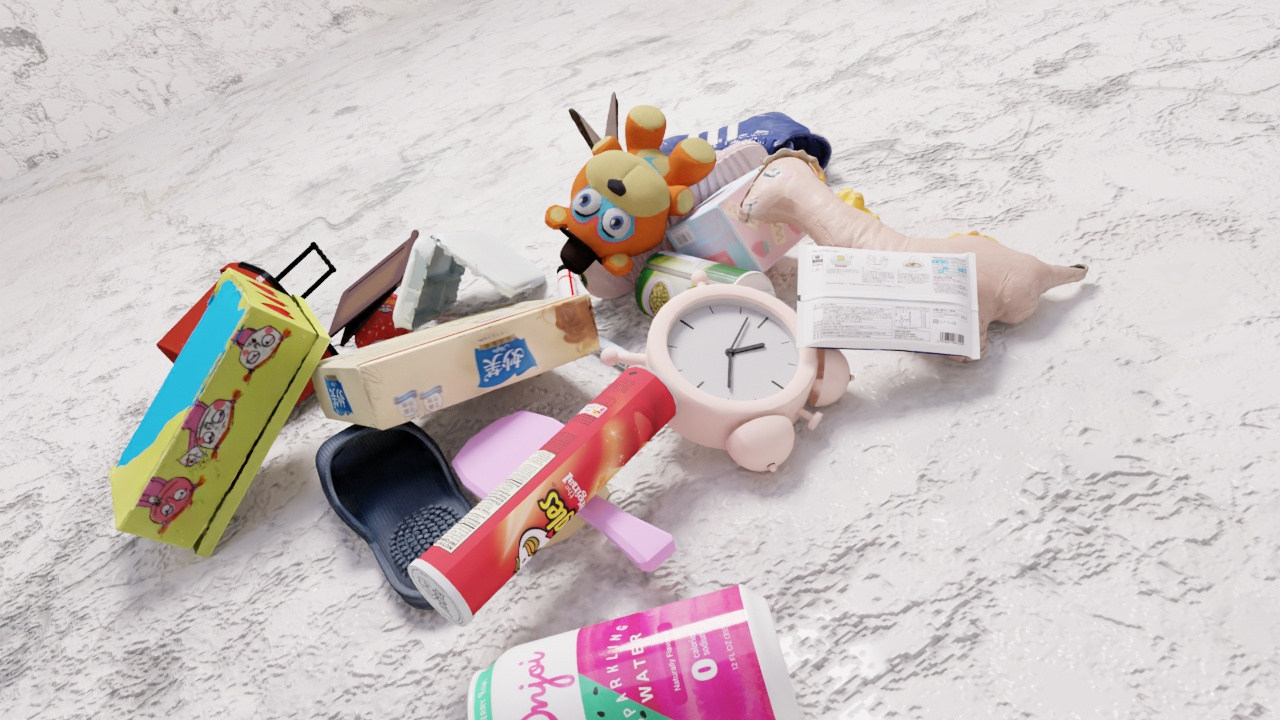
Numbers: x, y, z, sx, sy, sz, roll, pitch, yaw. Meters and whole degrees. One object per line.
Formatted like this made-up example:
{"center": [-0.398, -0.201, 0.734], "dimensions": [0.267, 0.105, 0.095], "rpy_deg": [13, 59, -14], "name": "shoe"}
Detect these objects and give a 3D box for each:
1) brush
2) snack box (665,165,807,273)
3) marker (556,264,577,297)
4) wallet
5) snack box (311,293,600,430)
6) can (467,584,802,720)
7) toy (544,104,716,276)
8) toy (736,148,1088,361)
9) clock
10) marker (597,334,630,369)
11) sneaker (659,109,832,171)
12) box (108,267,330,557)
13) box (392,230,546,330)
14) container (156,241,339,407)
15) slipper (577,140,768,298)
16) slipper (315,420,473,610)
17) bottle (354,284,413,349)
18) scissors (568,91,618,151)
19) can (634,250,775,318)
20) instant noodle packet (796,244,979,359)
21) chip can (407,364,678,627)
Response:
{"center": [-0.053, 0.104, 0.678], "dimensions": [0.089, 0.043, 0.229], "rpy_deg": [-36, 37, -25], "name": "brush"}
{"center": [0.097, -0.127, 0.879], "dimensions": [0.094, 0.079, 0.093], "rpy_deg": [-41, 12, -30], "name": "snack box"}
{"center": [-0.073, -0.059, 0.945], "dimensions": [0.019, 0.019, 0.145], "rpy_deg": [-17, 33, 2], "name": "marker"}
{"center": [-0.268, -0.074, 0.927], "dimensions": [0.116, 0.018, 0.091], "rpy_deg": [-38, 32, 23], "name": "wallet"}
{"center": [-0.160, -0.002, 0.793], "dimensions": [0.206, 0.055, 0.154], "rpy_deg": [-21, 11, -32], "name": "snack box"}
{"center": [-0.002, 0.184, 0.497], "dimensions": [0.166, 0.088, 0.088], "rpy_deg": [-16, 33, 4], "name": "can"}
{"center": [-0.013, -0.153, 0.867], "dimensions": [0.112, 0.096, 0.176], "rpy_deg": [35, 89, 10], "name": "toy"}
{"center": [0.218, -0.107, 0.780], "dimensions": [0.195, 0.065, 0.264], "rpy_deg": [-27, 56, -19], "name": "toy"}
{"center": [0.070, 0.011, 0.720], "dimensions": [0.160, 0.086, 0.130], "rpy_deg": [31, 55, 25], "name": "clock"}
{"center": [-0.005, 0.005, 0.823], "dimensions": [0.017, 0.017, 0.146], "rpy_deg": [-33, 35, -21], "name": "marker"}
{"center": [0.101, -0.208, 1.020], "dimensions": [0.232, 0.091, 0.118], "rpy_deg": [-21, 35, -19], "name": "sneaker"}
{"center": [-0.365, 0.040, 0.795], "dimensions": [0.124, 0.082, 0.221], "rpy_deg": [32, 90, 52], "name": "box"}
{"center": [-0.184, -0.073, 0.932], "dimensions": [0.106, 0.130, 0.211], "rpy_deg": [-58, 0, 10], "name": "box"}
{"center": [-0.371, -0.040, 0.949], "dimensions": [0.127, 0.148, 0.200], "rpy_deg": [13, 53, 45], "name": "container"}
{"center": [0.031, -0.150, 0.961], "dimensions": [0.239, 0.094, 0.064], "rpy_deg": [-33, 40, -11], "name": "slipper"}
{"center": [-0.199, 0.093, 0.733], "dimensions": [0.101, 0.082, 0.264], "rpy_deg": [-30, 35, -20], "name": "slipper"}
{"center": [-0.269, -0.031, 0.963], "dimensions": [0.062, 0.062, 0.137], "rpy_deg": [-19, 32, -1], "name": "bottle"}
{"center": [-0.026, -0.178, 0.971], "dimensions": [0.180, 0.196, 0.015], "rpy_deg": [-52, 36, 23], "name": "scissors"}
{"center": [0.058, -0.058, 0.836], "dimensions": [0.067, 0.067, 0.121], "rpy_deg": [-39, 38, -27], "name": "can"}
{"center": [0.187, -0.046, 0.694], "dimensions": [0.134, 0.026, 0.087], "rpy_deg": [4, 70, 4], "name": "instant noodle packet"}
{"center": [-0.058, 0.084, 0.621], "dimensions": [0.052, 0.052, 0.214], "rpy_deg": [16, 46, 41], "name": "chip can"}
